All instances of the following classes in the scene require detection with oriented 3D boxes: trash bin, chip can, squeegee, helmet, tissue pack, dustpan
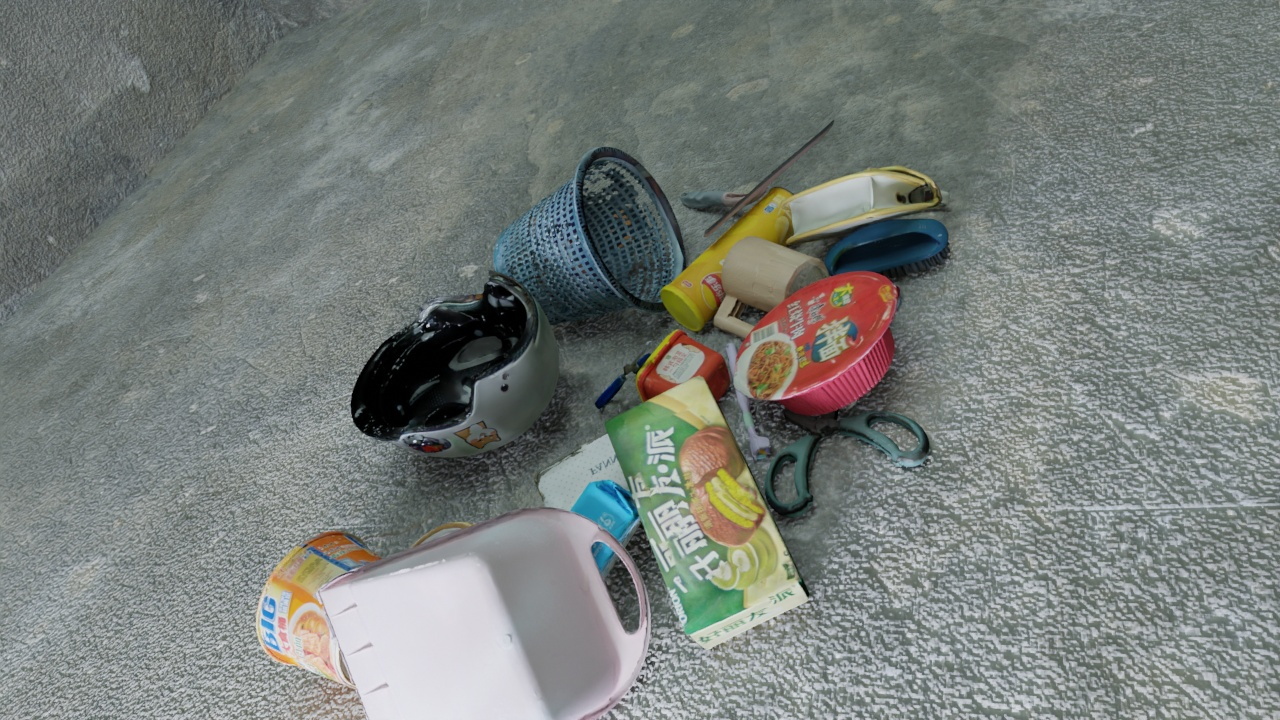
[{"bbox_3d":[-0.081,-0.145,1.234,0.196,0.226,0.225,-19,38,34],"label":"trash bin"},{"bbox_3d":[0.123,-0.131,1.178,0.213,0.072,0.072,-43,40,-16],"label":"chip can"},{"bbox_3d":[0.124,-0.231,1.281,0.247,0.040,0.250,-42,20,-17],"label":"squeegee"},{"bbox_3d":[-0.211,0.029,1.156,0.275,0.157,0.229,-28,42,20],"label":"helmet"},{"bbox_3d":[-0.054,0.180,0.904,0.063,0.090,0.140,33,90,11],"label":"tissue pack"},{"bbox_3d":[-0.134,0.262,0.855,0.274,0.222,0.138,-24,-5,30],"label":"dustpan"}]

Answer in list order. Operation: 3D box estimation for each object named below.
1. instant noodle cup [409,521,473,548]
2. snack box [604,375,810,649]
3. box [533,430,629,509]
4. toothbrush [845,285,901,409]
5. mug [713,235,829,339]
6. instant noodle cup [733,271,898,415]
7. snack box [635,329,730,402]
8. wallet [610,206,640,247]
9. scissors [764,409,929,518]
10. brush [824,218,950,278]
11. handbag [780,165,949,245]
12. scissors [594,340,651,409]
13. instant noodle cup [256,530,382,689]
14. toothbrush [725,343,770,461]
[{"bbox_3d":[-0.179,0.240,0.940,0.138,0.110,0.137,-18,41,16],"label":"instant noodle cup"},{"bbox_3d":[0.060,0.140,0.880,0.114,0.063,0.239,-27,56,5],"label":"snack box"},{"bbox_3d":[-0.020,0.121,0.998,0.184,0.059,0.089,-27,50,1],"label":"box"},{"bbox_3d":[0.255,-0.015,1.000,0.016,0.017,0.187,0,45,38],"label":"toothbrush"},{"bbox_3d":[0.153,-0.080,1.105,0.103,0.084,0.124,28,90,46],"label":"mug"},{"bbox_3d":[0.194,-0.009,0.973,0.194,0.066,0.193,-30,27,17],"label":"instant noodle cup"},{"bbox_3d":[0.051,0.022,1.054,0.080,0.082,0.091,23,62,35],"label":"snack box"},{"bbox_3d":[-0.064,-0.174,1.382,0.119,0.035,0.130,-7,44,18],"label":"wallet"},{"bbox_3d":[0.190,0.098,0.921,0.170,0.019,0.179,21,59,45],"label":"scissors"},{"bbox_3d":[0.283,-0.131,1.067,0.144,0.073,0.055,-15,54,23],"label":"brush"},{"bbox_3d":[0.279,-0.189,1.104,0.178,0.063,0.164,-9,0,-32],"label":"handbag"},{"bbox_3d":[-0.018,0.017,1.077,0.157,0.012,0.165,-45,-6,22],"label":"scissors"},{"bbox_3d":[-0.308,0.269,0.972,0.111,0.151,0.151,14,56,33],"label":"instant noodle cup"},{"bbox_3d":[0.118,0.039,1.037,0.029,0.021,0.188,-51,28,29],"label":"toothbrush"}]
